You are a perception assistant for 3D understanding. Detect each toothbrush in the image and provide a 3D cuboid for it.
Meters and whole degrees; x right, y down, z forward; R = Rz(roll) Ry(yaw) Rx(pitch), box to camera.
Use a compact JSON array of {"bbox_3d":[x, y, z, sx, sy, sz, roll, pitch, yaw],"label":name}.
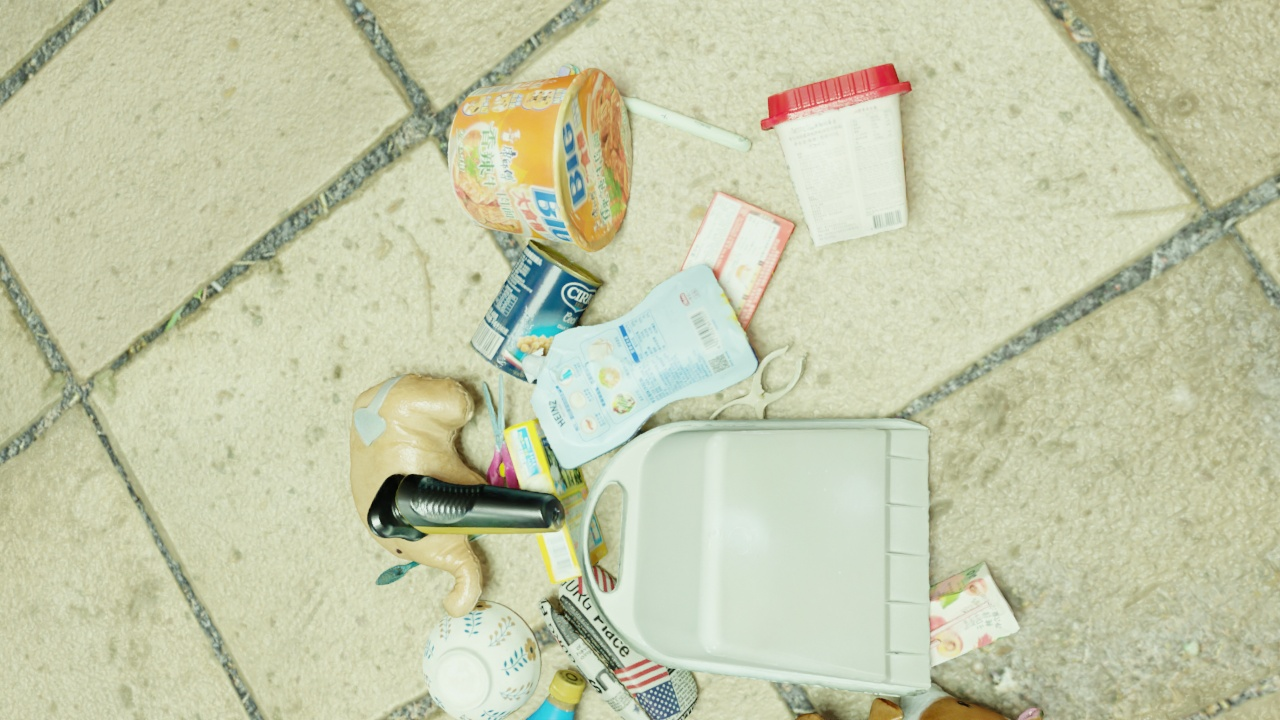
[{"bbox_3d":[-0.176,0.175,0.878,0.192,0.018,0.016,-28,85,13],"label":"toothbrush"},{"bbox_3d":[0.011,-0.224,0.820,0.189,0.029,0.020,24,139,10],"label":"toothbrush"}]

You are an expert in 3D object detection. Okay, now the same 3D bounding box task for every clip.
[{"bbox_3d":[0.107,0.028,0.800,0.072,0.034,0.100,37,108,9],"label":"clip"}]

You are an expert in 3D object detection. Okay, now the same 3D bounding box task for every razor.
[{"bbox_3d":[-0.145,0.128,0.772,0.168,0.062,0.068,0,131,15],"label":"razor"}]

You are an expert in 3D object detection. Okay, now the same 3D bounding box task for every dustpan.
[{"bbox_3d":[0.091,0.153,0.763,0.257,0.143,0.222,9,77,-24],"label":"dustpan"}]

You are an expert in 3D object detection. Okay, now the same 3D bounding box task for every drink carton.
[{"bbox_3d":[0.245,0.221,0.764,0.123,0.045,0.053,-29,86,13],"label":"drink carton"}]

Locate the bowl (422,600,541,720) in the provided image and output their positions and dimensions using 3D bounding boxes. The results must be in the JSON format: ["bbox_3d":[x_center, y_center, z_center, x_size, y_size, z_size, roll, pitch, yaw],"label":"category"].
[{"bbox_3d":[-0.156,0.288,0.855,0.113,0.062,0.113,1,93,14],"label":"bowl"}]

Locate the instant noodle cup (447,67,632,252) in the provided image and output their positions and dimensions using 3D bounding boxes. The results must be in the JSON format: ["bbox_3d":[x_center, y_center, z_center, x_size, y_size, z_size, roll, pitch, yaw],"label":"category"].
[{"bbox_3d":[-0.086,-0.171,0.786,0.111,0.151,0.151,6,93,21],"label":"instant noodle cup"}]

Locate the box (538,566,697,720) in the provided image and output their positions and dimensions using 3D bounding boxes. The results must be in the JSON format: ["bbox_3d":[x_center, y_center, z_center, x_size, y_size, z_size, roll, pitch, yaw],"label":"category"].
[{"bbox_3d":[-0.016,0.259,0.827,0.087,0.076,0.163,-38,79,-11],"label":"box"}]

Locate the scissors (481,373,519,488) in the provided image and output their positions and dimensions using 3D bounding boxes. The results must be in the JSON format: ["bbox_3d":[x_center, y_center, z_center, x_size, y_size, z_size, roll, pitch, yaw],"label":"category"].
[{"bbox_3d":[-0.133,0.081,0.853,0.113,0.017,0.134,-52,51,47],"label":"scissors"}]

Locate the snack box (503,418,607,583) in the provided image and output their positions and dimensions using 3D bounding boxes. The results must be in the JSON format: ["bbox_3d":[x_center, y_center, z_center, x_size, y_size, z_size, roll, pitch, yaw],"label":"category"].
[{"bbox_3d":[-0.074,0.119,0.816,0.034,0.086,0.140,-17,88,13],"label":"snack box"}]

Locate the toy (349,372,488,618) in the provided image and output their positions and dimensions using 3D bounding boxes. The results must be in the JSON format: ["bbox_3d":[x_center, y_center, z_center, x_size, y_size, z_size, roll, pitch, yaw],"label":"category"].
[{"bbox_3d":[-0.203,0.125,0.852,0.144,0.082,0.226,-11,92,27],"label":"toy"}]

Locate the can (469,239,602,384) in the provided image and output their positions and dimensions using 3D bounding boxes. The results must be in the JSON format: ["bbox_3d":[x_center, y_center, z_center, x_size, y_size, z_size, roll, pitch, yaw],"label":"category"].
[{"bbox_3d":[-0.095,-0.042,0.822,0.075,0.075,0.111,34,99,10],"label":"can"}]

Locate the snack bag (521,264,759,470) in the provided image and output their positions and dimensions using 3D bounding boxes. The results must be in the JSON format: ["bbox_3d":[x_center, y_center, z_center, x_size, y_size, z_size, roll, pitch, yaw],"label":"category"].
[{"bbox_3d":[-0.005,0.005,0.777,0.191,0.039,0.110,-27,90,3],"label":"snack bag"}]

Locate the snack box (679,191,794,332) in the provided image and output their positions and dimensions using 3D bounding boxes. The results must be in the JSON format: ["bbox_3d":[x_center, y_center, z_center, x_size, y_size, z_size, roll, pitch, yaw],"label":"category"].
[{"bbox_3d":[0.070,-0.064,0.807,0.075,0.025,0.153,26,98,10],"label":"snack box"}]

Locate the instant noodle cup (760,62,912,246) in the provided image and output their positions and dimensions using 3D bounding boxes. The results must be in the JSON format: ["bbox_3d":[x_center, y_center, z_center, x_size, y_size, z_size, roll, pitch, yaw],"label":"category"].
[{"bbox_3d":[0.165,-0.163,0.743,0.117,0.116,0.124,-11,100,14],"label":"instant noodle cup"}]

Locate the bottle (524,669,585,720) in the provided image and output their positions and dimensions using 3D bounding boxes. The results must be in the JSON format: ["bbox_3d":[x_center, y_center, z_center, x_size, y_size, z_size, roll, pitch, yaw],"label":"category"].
[{"bbox_3d":[-0.103,0.388,0.843,0.065,0.065,0.219,22,97,12],"label":"bottle"}]

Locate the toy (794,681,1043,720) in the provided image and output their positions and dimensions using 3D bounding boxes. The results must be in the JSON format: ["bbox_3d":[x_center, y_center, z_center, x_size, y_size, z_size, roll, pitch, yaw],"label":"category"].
[{"bbox_3d":[0.225,0.325,0.746,0.200,0.140,0.130,-11,48,12],"label":"toy"}]
